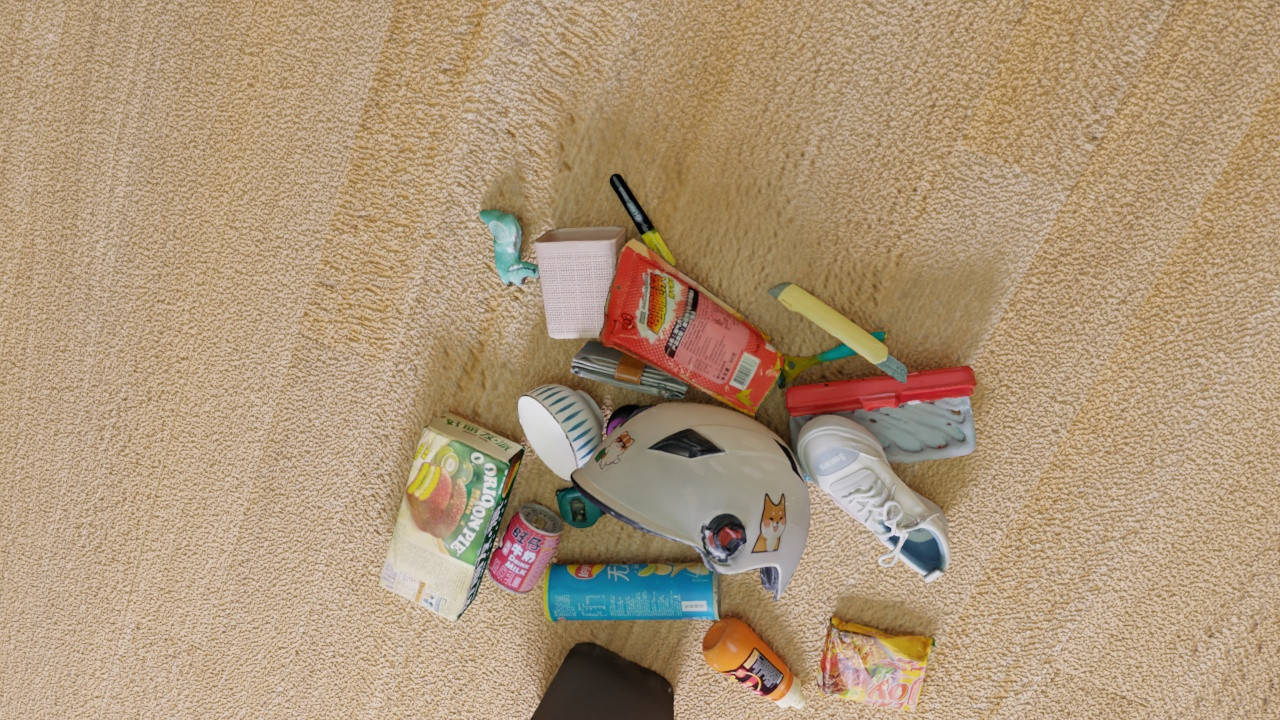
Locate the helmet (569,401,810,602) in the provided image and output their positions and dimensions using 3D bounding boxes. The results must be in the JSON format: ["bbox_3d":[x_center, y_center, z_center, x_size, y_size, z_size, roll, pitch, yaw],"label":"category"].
[{"bbox_3d":[0.075,0.126,0.987,0.274,0.230,0.157,31,89,-31],"label":"helmet"}]

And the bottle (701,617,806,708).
[{"bbox_3d":[0.146,0.380,1.130,0.149,0.066,0.067,40,107,-10],"label":"bottle"}]

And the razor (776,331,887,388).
[{"bbox_3d":[0.212,-0.007,1.028,0.133,0.028,0.043,-20,73,17],"label":"razor"}]

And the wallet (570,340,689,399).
[{"bbox_3d":[-0.006,0.006,1.025,0.130,0.106,0.037,13,103,6],"label":"wallet"}]

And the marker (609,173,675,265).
[{"bbox_3d":[0.002,-0.155,1.028,0.018,0.015,0.124,-31,97,12],"label":"marker"}]

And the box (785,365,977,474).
[{"bbox_3d":[0.263,0.067,0.999,0.201,0.094,0.100,-8,84,10],"label":"box"}]

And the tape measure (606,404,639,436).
[{"bbox_3d":[-0.012,0.082,1.081,0.058,0.039,0.057,-1,105,9],"label":"tape measure"}]

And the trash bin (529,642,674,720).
[{"bbox_3d":[-0.062,0.478,1.103,0.198,0.219,0.199,26,108,1],"label":"trash bin"}]

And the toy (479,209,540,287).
[{"bbox_3d":[-0.146,-0.125,1.044,0.096,0.030,0.092,17,122,40],"label":"toy"}]

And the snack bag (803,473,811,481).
[{"bbox_3d":[0.209,0.126,1.066,0.105,0.026,0.045,1,103,7],"label":"snack bag"}]

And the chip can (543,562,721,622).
[{"bbox_3d":[-0.008,0.282,1.119,0.210,0.071,0.071,-3,104,9],"label":"chip can"}]

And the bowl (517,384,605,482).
[{"bbox_3d":[-0.084,0.075,1.066,0.066,0.117,0.116,-32,101,-28],"label":"bowl"}]

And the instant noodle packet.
[{"bbox_3d":[0.284,0.372,1.112,0.128,0.044,0.111,9,110,6],"label":"instant noodle packet"}]

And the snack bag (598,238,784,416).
[{"bbox_3d":[0.054,-0.029,0.983,0.207,0.128,0.073,29,150,-21],"label":"snack bag"}]

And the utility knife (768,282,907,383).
[{"bbox_3d":[0.215,-0.034,0.989,0.183,0.019,0.031,38,79,30],"label":"utility knife"}]

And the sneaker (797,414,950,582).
[{"bbox_3d":[0.254,0.157,0.993,0.090,0.090,0.242,-35,118,29],"label":"sneaker"}]

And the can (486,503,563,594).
[{"bbox_3d":[-0.141,0.230,1.128,0.066,0.066,0.094,29,107,0],"label":"can"}]

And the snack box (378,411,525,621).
[{"bbox_3d":[-0.232,0.192,1.121,0.114,0.063,0.240,23,111,8],"label":"snack box"}]

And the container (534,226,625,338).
[{"bbox_3d":[-0.061,-0.087,1.020,0.090,0.090,0.111,-1,108,9],"label":"container"}]

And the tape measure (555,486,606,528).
[{"bbox_3d":[-0.072,0.179,1.125,0.058,0.025,0.054,-11,102,12],"label":"tape measure"}]
